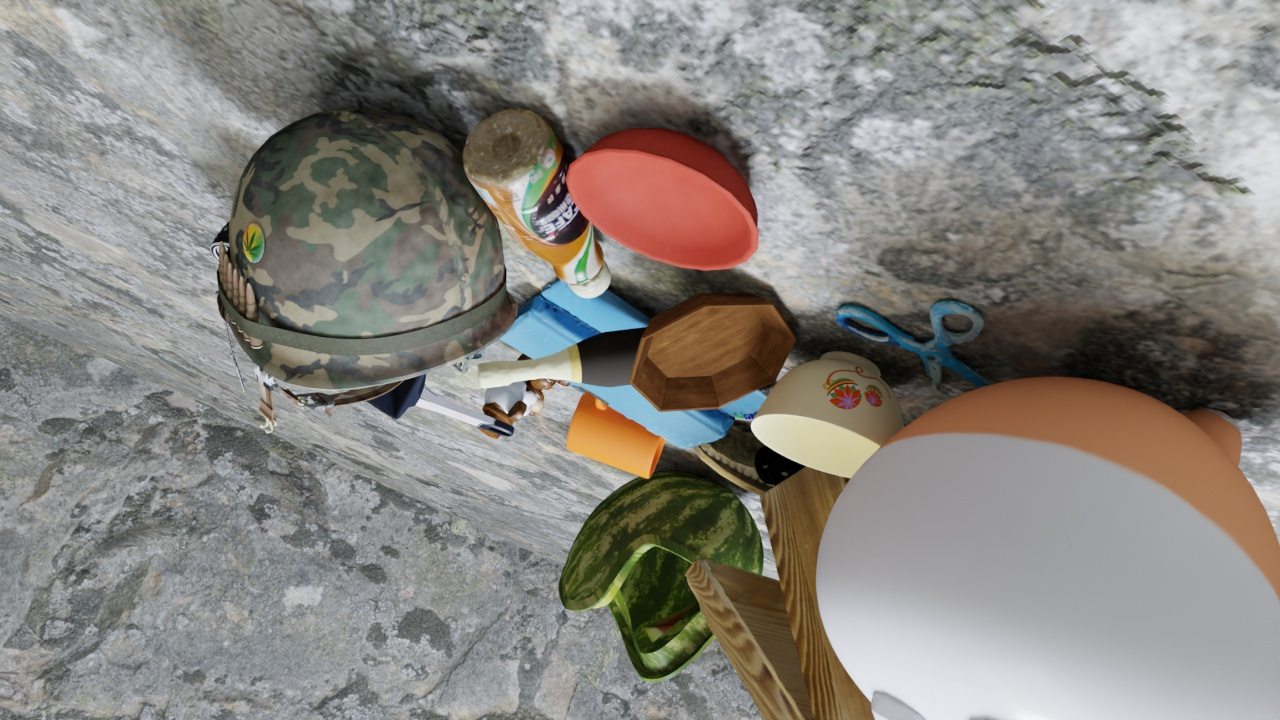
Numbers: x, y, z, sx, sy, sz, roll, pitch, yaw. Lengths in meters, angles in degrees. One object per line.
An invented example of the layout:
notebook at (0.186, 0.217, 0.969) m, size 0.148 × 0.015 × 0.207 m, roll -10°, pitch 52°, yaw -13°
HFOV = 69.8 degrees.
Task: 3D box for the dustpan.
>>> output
dustpan at (-0.244, 0.002, 0.868) m, size 0.273 × 0.080 × 0.237 m, roll 16°, pitch 162°, yaw -16°

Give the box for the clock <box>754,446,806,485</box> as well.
clock at (0.161, 0.097, 0.875) m, size 0.091 × 0.042 × 0.121 m, roll 18°, pitch 145°, yaw -9°

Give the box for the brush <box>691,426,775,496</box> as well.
brush at (0.144, 0.113, 0.958) m, size 0.195 × 0.059 × 0.043 m, roll 23°, pitch 150°, yaw 2°

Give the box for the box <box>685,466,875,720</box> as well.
box at (0.221, 0.272, 0.841) m, size 0.279 × 0.258 × 0.221 m, roll 24°, pitch 130°, yaw -35°

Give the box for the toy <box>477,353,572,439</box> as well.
toy at (-0.124, 0.034, 0.960) m, size 0.067 × 0.112 × 0.087 m, roll 44°, pitch 154°, yaw -23°

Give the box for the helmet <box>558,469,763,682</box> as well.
helmet at (0.035, 0.255, 1.180) m, size 0.213 × 0.247 × 0.243 m, roll 49°, pitch -170°, yaw -23°

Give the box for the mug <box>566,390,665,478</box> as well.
mug at (-0.022, 0.068, 0.994) m, size 0.096 × 0.077 × 0.113 m, roll 19°, pitch 148°, yaw 8°

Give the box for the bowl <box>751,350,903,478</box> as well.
bowl at (0.154, 0.036, 0.715) m, size 0.118 × 0.074 × 0.118 m, roll 19°, pitch 161°, yaw 7°

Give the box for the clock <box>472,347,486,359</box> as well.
clock at (-0.199, -0.048, 0.902) m, size 0.129 × 0.052 × 0.090 m, roll 31°, pitch 159°, yaw -27°

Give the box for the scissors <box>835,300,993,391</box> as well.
scissors at (0.195, -0.010, 0.649) m, size 0.127 × 0.012 × 0.137 m, roll 12°, pitch 160°, yaw 25°

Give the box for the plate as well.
plate at (0.052, -0.009, 0.699) m, size 0.131 × 0.025 × 0.131 m, roll -10°, pitch 142°, yaw -8°

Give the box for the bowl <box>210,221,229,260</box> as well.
bowl at (-0.334, -0.105, 0.871) m, size 0.120 × 0.066 × 0.120 m, roll 19°, pitch 161°, yaw 7°

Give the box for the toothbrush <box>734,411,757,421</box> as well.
toothbrush at (0.034, 0.036, 0.933) m, size 0.187 × 0.015 × 0.016 m, roll 12°, pitch 157°, yaw 27°

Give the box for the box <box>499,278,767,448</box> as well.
box at (-0.005, 0.005, 0.851) m, size 0.231 × 0.033 × 0.175 m, roll 32°, pitch 153°, yaw -16°

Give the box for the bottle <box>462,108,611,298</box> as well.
bottle at (-0.060, -0.095, 0.617) m, size 0.059 × 0.059 × 0.167 m, roll 13°, pitch 159°, yaw 23°

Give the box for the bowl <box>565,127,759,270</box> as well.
bowl at (0.018, -0.102, 0.553) m, size 0.122 × 0.035 × 0.122 m, roll 19°, pitch 161°, yaw 7°

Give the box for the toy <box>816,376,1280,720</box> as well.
toy at (0.260, 0.138, 0.581) m, size 0.266 × 0.280 × 0.263 m, roll 50°, pitch 152°, yaw -16°

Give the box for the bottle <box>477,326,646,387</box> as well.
bottle at (-0.039, 0.001, 0.741) m, size 0.184 × 0.045 × 0.045 m, roll -7°, pitch 164°, yaw -11°

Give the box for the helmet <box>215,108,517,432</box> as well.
helmet at (-0.192, -0.057, 0.645) m, size 0.225 × 0.192 × 0.236 m, roll 17°, pitch 125°, yaw 37°
